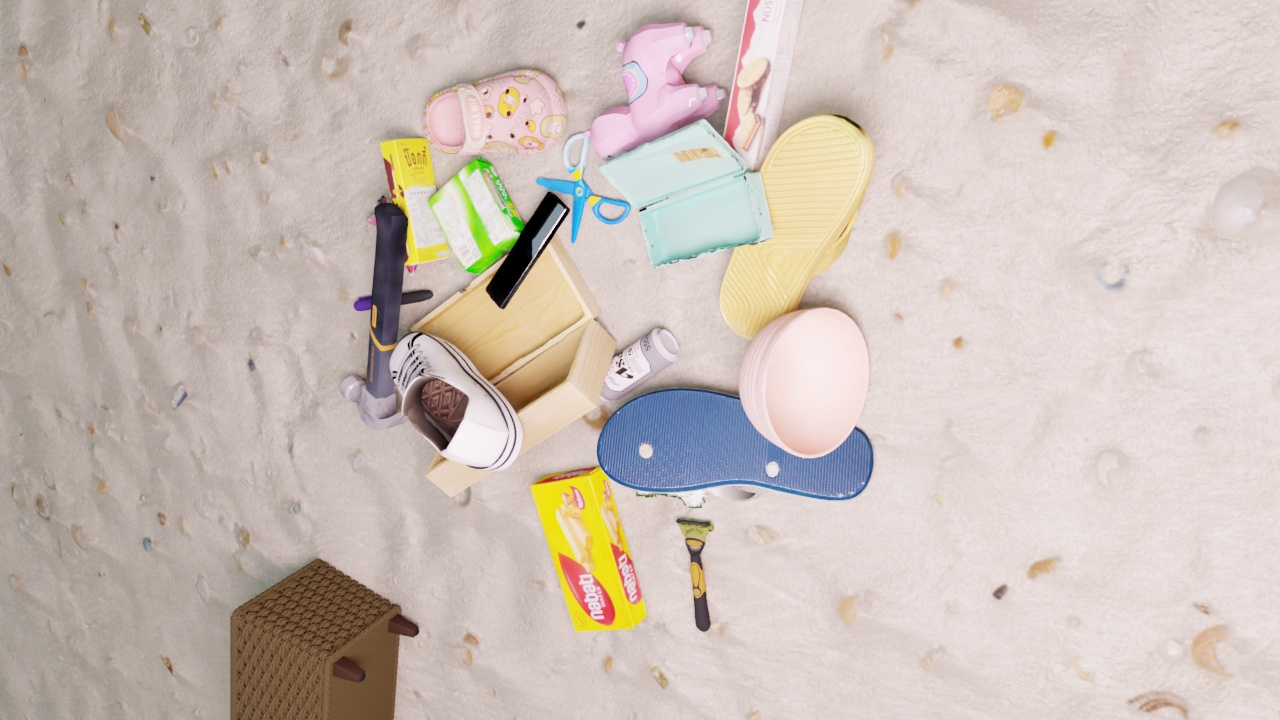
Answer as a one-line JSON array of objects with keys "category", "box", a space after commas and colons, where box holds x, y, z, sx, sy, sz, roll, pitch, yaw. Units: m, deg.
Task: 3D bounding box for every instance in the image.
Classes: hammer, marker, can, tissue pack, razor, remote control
[{"category": "hammer", "box": [-0.326, -0.050, 1.153, 0.139, 0.035, 0.313, 36, 127, 34]}, {"category": "marker", "box": [-0.324, -0.080, 1.203, 0.134, 0.015, 0.018, -6, 73, 28]}, {"category": "can", "box": [-0.006, 0.006, 1.044, 0.107, 0.043, 0.044, -35, 86, 30]}, {"category": "tissue pack", "box": [-0.194, -0.173, 1.095, 0.100, 0.034, 0.114, -31, 83, 30]}, {"category": "razor", "box": [0.069, 0.256, 1.087, 0.044, 0.021, 0.144, 1, 106, 27]}, {"category": "remote control", "box": [-0.132, -0.126, 1.045, 0.141, 0.021, 0.045, -55, 46, 14]}]

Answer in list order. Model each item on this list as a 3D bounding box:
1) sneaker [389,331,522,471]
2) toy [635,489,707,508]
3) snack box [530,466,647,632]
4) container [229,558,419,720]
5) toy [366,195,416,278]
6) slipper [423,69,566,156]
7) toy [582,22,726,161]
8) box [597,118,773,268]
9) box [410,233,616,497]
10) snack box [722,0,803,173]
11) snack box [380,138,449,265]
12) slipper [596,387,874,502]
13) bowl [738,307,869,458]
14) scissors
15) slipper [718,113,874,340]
[{"category": "sneaker", "box": [-0.235, 0.040, 1.025, 0.245, 0.097, 0.091, 42, 104, 42]}, {"category": "toy", "box": [0.042, 0.111, 1.051, 0.096, 0.041, 0.109, 10, 95, 25]}, {"category": "snack box", "box": [-0.063, 0.235, 1.136, 0.092, 0.042, 0.200, -12, 97, 31]}, {"category": "container", "box": [-0.453, 0.493, 1.335, 0.205, 0.176, 0.321, 16, 110, 19]}, {"category": "toy", "box": [-0.301, -0.156, 1.157, 0.102, 0.050, 0.066, 60, 156, -2]}, {"category": "slipper", "box": [-0.180, -0.278, 1.038, 0.198, 0.081, 0.093, 3, 104, 29]}, {"category": "toy", "box": [0.006, -0.276, 0.951, 0.158, 0.067, 0.123, -12, 96, 33]}, {"category": "box", "box": [0.044, -0.165, 0.925, 0.187, 0.055, 0.138, -4, 116, 55]}, {"category": "box", "box": [-0.155, 0.006, 1.096, 0.248, 0.118, 0.252, -31, 63, 30]}, {"category": "snack box", "box": [0.123, -0.316, 0.874, 0.044, 0.076, 0.273, 15, 111, 19]}, {"category": "snack box", "box": [-0.274, -0.194, 1.120, 0.026, 0.061, 0.149, -3, 102, 29]}, {"category": "slipper", "box": [0.101, 0.095, 0.994, 0.295, 0.060, 0.118, 6, 81, 11]}, {"category": "bowl", "box": [0.152, 0.018, 0.920, 0.076, 0.152, 0.153, 12, 111, 51]}, {"category": "scissors", "box": [-0.066, -0.193, 1.040, 0.125, 0.013, 0.127, 16, 106, 22]}, {"category": "slipper", "box": [0.155, -0.132, 0.909, 0.099, 0.078, 0.264, 37, 134, 17]}]
